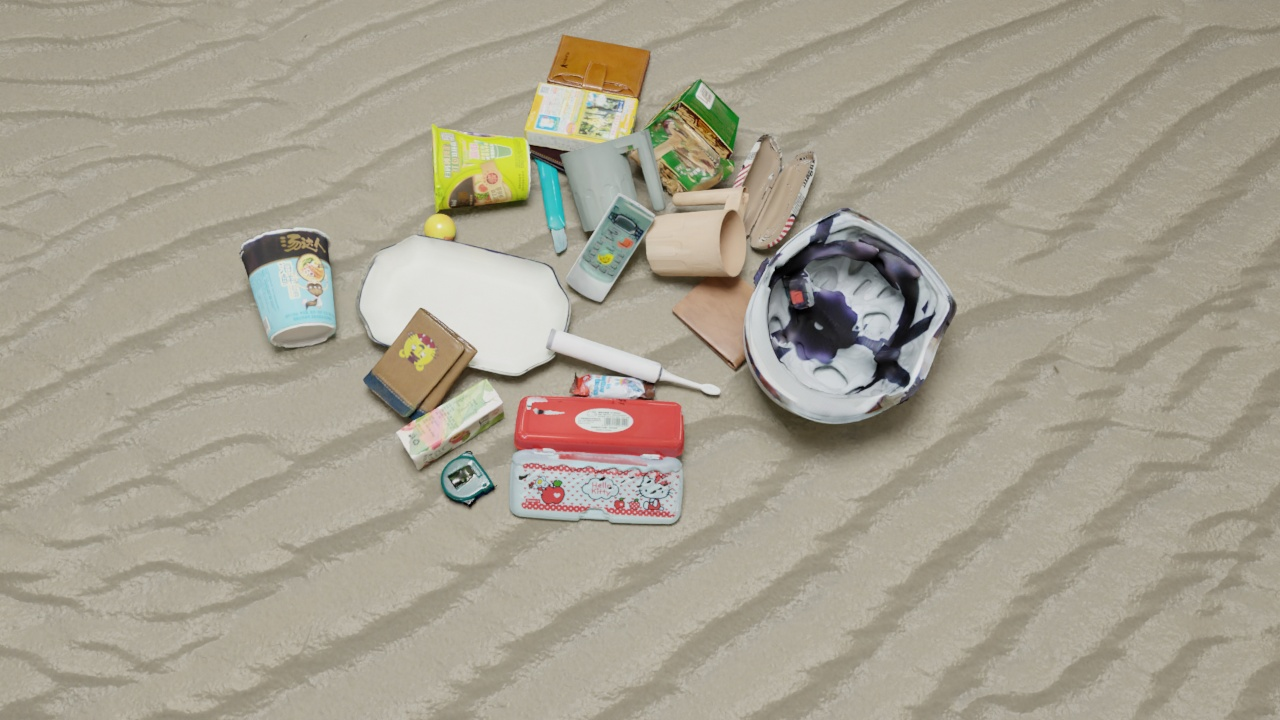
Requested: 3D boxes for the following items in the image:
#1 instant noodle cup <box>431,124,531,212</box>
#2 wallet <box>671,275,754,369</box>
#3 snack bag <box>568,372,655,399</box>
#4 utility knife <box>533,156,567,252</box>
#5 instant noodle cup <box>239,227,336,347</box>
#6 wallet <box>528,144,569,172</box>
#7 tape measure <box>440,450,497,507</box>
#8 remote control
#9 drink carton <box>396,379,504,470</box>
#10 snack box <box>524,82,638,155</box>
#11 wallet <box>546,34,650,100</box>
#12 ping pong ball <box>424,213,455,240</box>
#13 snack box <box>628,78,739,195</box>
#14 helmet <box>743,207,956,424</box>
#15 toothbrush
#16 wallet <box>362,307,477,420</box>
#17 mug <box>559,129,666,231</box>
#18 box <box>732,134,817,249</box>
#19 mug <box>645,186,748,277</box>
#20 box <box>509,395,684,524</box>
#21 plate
[{"bbox_3d":[-0.207,-0.249,1.192,0.123,0.112,0.111,-3,67,-12],"label":"instant noodle cup"},{"bbox_3d":[0.114,-0.058,1.174,0.101,0.020,0.115,-41,73,-18],"label":"wallet"},{"bbox_3d":[-0.034,0.034,1.120,0.105,0.026,0.045,4,23,-1],"label":"snack bag"},{"bbox_3d":[-0.121,-0.222,1.230,0.029,0.013,0.184,-7,65,-9],"label":"utility knife"},{"bbox_3d":[-0.419,-0.084,1.114,0.111,0.111,0.120,-15,77,-9],"label":"instant noodle cup"},{"bbox_3d":[-0.095,-0.313,1.261,0.096,0.020,0.122,25,63,10],"label":"wallet"},{"bbox_3d":[-0.205,0.139,1.070,0.054,0.025,0.058,-35,73,-17],"label":"tape measure"},{"bbox_3d":[-0.039,-0.140,1.151,0.056,0.019,0.135,31,109,-10],"label":"remote control"},{"bbox_3d":[-0.223,0.074,1.081,0.122,0.054,0.045,-33,73,-16],"label":"drink carton"},{"bbox_3d":[-0.079,-0.323,1.239,0.140,0.034,0.086,9,63,4],"label":"snack box"},{"bbox_3d":[-0.059,-0.407,1.298,0.130,0.035,0.118,11,54,1],"label":"wallet"},{"bbox_3d":[-0.259,-0.169,1.187,0.040,0.040,0.040,1,67,-3],"label":"ping pong ball"},{"bbox_3d":[0.066,-0.299,1.210,0.118,0.118,0.105,39,57,-22],"label":"snack box"},{"bbox_3d":[0.227,-0.039,1.100,0.229,0.146,0.258,37,79,1],"label":"helmet"},{"bbox_3d":[-0.007,0.006,1.118,0.221,0.026,0.026,18,82,-7],"label":"toothbrush"},{"bbox_3d":[-0.261,0.008,1.091,0.090,0.033,0.115,39,94,-1],"label":"wallet"},{"bbox_3d":[-0.032,-0.228,1.169,0.124,0.083,0.103,-8,105,28],"label":"mug"},{"bbox_3d":[0.175,-0.224,1.214,0.086,0.075,0.161,8,61,34],"label":"box"},{"bbox_3d":[0.075,-0.164,1.161,0.104,0.084,0.124,2,65,29],"label":"mug"},{"bbox_3d":[-0.050,0.113,1.073,0.201,0.069,0.157,3,71,-1],"label":"box"},{"bbox_3d":[-0.219,-0.065,1.149,0.266,0.034,0.161,12,68,2],"label":"plate"}]
